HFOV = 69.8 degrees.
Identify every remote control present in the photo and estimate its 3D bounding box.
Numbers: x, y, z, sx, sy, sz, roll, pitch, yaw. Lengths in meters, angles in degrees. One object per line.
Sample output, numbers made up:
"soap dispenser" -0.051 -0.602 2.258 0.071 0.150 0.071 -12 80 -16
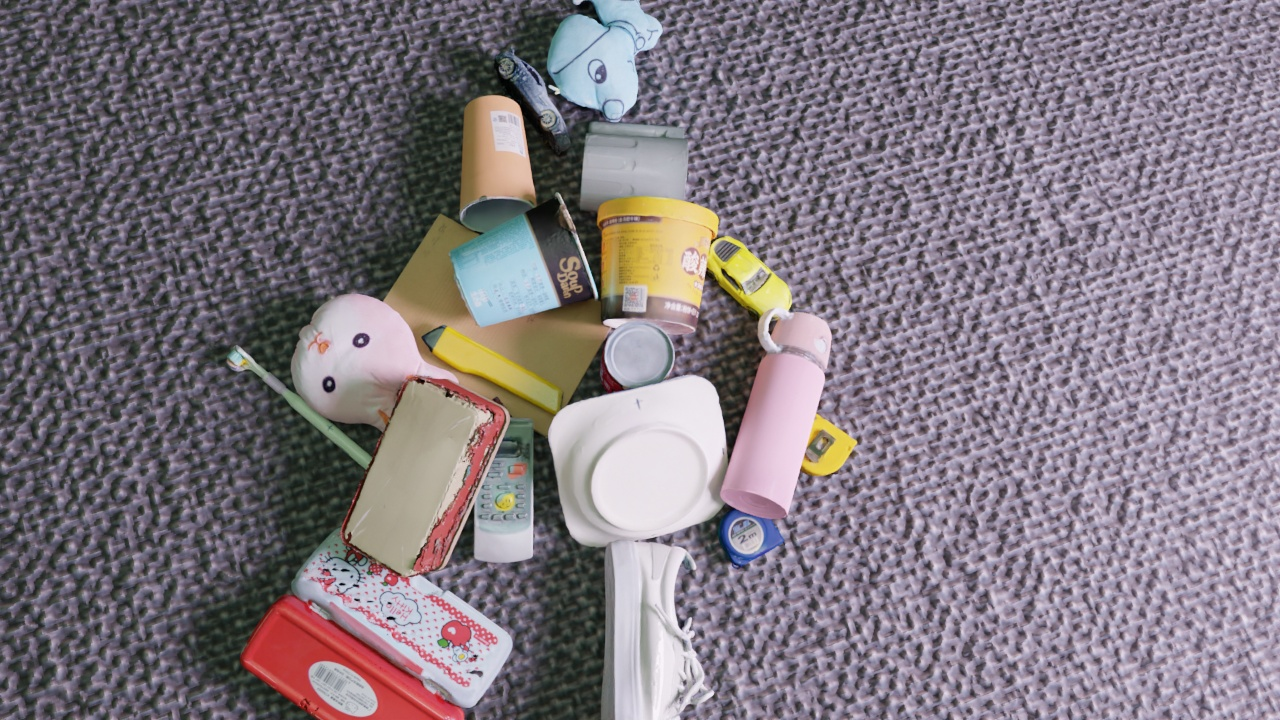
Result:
"remote control" -0.128 0.121 0.860 0.056 0.019 0.135 1 91 -9

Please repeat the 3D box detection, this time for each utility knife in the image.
"utility knife" -0.142 0.010 0.892 0.154 0.015 0.033 29 81 0

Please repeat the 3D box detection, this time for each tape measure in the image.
"tape measure" 0.103 0.167 0.885 0.058 0.025 0.054 -26 78 -15
"tape measure" 0.178 0.085 0.909 0.060 0.029 0.057 35 77 4

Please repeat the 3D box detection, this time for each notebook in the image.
"notebook" -0.148 -0.037 0.917 0.211 0.012 0.149 29 76 1

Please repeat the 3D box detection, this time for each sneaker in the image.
"sneaker" 0.014 0.283 0.823 0.090 0.090 0.241 3 70 -9

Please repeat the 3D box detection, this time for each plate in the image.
"plate" 0.005 0.102 0.841 0.164 0.034 0.164 -14 117 -8

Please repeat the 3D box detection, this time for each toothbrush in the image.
"toothbrush" -0.319 0.052 0.877 0.189 0.029 0.020 38 36 3

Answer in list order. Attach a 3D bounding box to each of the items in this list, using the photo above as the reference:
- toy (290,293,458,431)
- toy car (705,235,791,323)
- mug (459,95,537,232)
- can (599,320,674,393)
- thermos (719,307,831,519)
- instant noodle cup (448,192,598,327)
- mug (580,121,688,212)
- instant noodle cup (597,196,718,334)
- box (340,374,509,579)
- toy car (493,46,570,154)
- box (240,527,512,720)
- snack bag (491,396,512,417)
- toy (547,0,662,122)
"toy" -0.252 0.012 0.871 0.159 0.054 0.121 34 90 -5
"toy car" 0.111 -0.084 0.941 0.105 0.032 0.048 44 76 4
"mug" -0.146 -0.199 0.924 0.078 0.078 0.122 -4 73 -6
"can" -0.005 0.005 0.877 0.066 0.094 0.066 1 77 -5
"thermos" 0.128 0.044 0.879 0.087 0.067 0.198 33 65 -31
"instant noodle cup" -0.115 -0.090 0.878 0.120 0.111 0.111 -21 79 -4
"mug" -0.007 -0.201 0.941 0.103 0.084 0.123 4 50 -3
"instant noodle cup" 0.012 -0.088 0.894 0.118 0.118 0.114 6 83 -4
"box" -0.193 0.103 0.815 0.091 0.077 0.168 25 95 15
"toy car" -0.110 -0.269 0.952 0.036 0.054 0.120 -34 82 -10
"box" -0.233 0.258 0.819 0.201 0.065 0.159 33 72 2
"snack bag" -0.165 0.081 0.877 0.104 0.026 0.048 -38 87 -5
"toy" -0.042 -0.331 0.976 0.156 0.050 0.161 -30 82 -18
